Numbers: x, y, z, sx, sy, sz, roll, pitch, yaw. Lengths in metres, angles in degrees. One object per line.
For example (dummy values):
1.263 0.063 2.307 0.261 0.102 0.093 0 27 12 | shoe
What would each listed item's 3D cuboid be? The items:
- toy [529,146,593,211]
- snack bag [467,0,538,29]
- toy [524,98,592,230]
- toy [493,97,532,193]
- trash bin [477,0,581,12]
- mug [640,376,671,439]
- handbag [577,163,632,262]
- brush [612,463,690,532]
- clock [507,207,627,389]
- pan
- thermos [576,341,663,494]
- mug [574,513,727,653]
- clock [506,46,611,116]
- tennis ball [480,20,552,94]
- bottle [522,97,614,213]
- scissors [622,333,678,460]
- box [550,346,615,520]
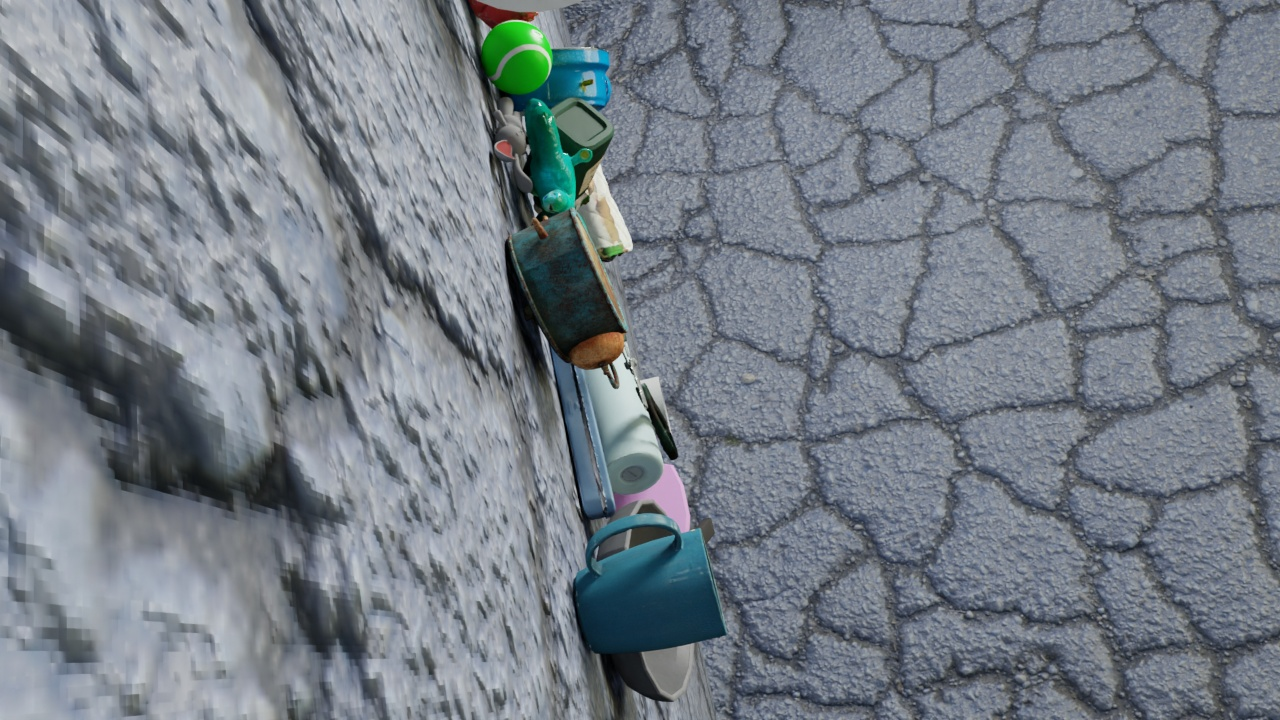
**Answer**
-0.086 -0.223 1.067 0.085 0.074 0.106 107 -34 -78 | toy
-0.134 -0.387 0.885 0.082 0.082 0.176 75 3 -49 | snack bag
-0.075 -0.148 0.870 0.130 0.072 0.193 -120 -160 -63 | toy
-0.114 -0.193 0.808 0.111 0.030 0.049 -100 163 -44 | toy
-0.101 -0.420 0.719 0.196 0.195 0.199 73 -5 -61 | trash bin
-0.014 0.067 1.079 0.107 0.089 0.071 68 9 -76 | mug
-0.073 -0.223 1.209 0.139 0.072 0.195 -126 -164 -82 | handbag
0.019 0.219 1.052 0.043 0.089 0.228 81 -2 -48 | brush
-0.058 -0.045 0.773 0.121 0.073 0.157 -93 159 -80 | clock
0.027 0.210 0.916 0.356 0.041 0.178 -15 92 -73 | pan
-0.029 0.046 0.981 0.206 0.065 0.078 -108 -148 -46 | thermos
0.002 0.167 0.696 0.084 0.104 0.112 -99 173 -66 | mug
-0.087 -0.293 0.976 0.161 0.117 0.060 -71 155 -80 | clock
-0.114 -0.279 0.846 0.065 0.065 0.065 -10 87 -88 | tennis ball
-0.081 -0.197 0.937 0.061 0.061 0.132 41 -39 4 | bottle
-0.006 0.005 0.931 0.201 0.015 0.202 -107 174 -48 | scissors
-0.054 0.049 0.879 0.066 0.037 0.209 80 -2 -75 | box
